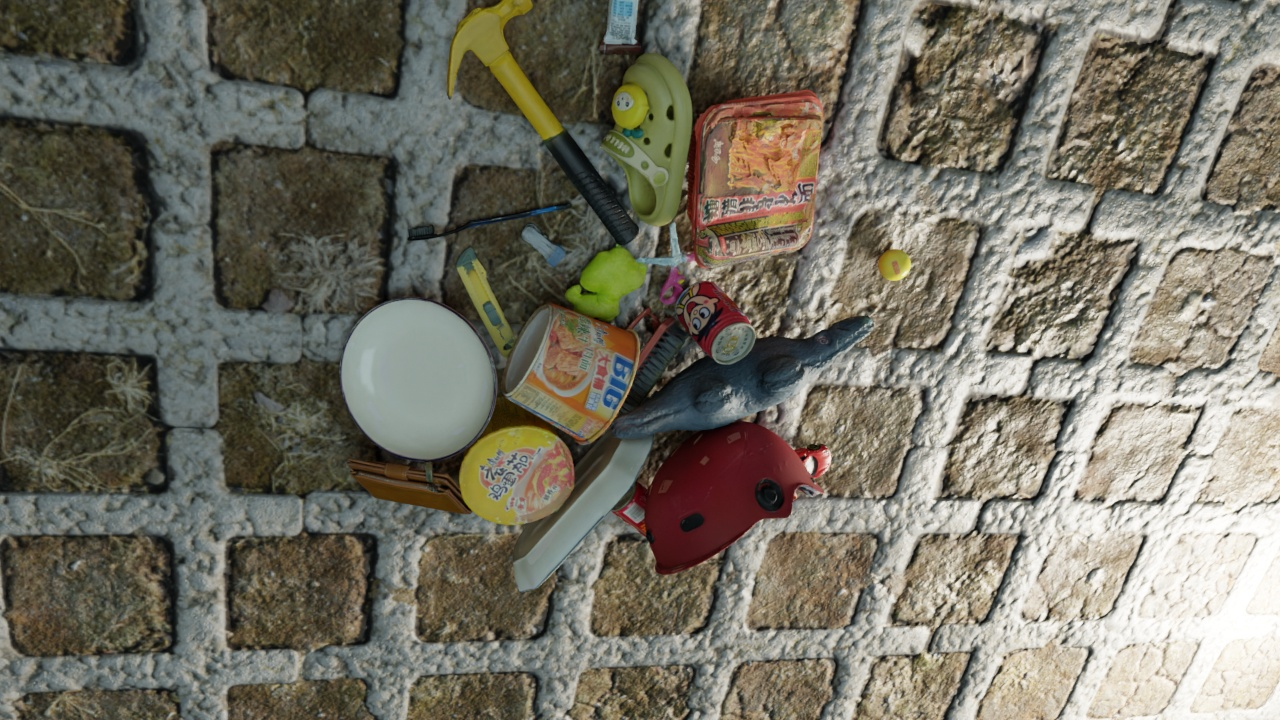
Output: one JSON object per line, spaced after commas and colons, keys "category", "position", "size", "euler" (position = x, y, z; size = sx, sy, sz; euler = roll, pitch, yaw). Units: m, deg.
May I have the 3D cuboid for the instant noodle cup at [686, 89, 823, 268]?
{"category": "instant noodle cup", "position": [0.120, -0.209, 1.038], "size": [0.164, 0.079, 0.189], "euler": [-13, 121, -25]}

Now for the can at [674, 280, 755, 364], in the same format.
{"category": "can", "position": [0.091, -0.045, 1.110], "size": [0.066, 0.093, 0.067], "euler": [-16, 133, -19]}

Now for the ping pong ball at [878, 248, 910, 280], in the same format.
{"category": "ping pong ball", "position": [0.324, -0.122, 1.171], "size": [0.040, 0.040, 0.040], "euler": [-6, 117, -12]}

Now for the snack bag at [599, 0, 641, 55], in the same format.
{"category": "snack bag", "position": [-0.018, -0.374, 0.961], "size": [0.048, 0.026, 0.104], "euler": [-1, 117, -8]}

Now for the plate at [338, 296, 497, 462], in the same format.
{"category": "plate", "position": [-0.252, 0.020, 1.060], "size": [0.192, 0.039, 0.192], "euler": [2, 101, 12]}

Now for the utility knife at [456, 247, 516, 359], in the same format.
{"category": "utility knife", "position": [-0.172, -0.049, 1.096], "size": [0.031, 0.020, 0.190], "euler": [-22, 124, 2]}

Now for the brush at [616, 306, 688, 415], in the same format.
{"category": "brush", "position": [-0.007, 0.007, 1.143], "size": [0.069, 0.063, 0.146], "euler": [35, 107, 4]}

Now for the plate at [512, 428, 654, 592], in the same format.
{"category": "plate", "position": [-0.080, 0.175, 1.153], "size": [0.034, 0.162, 0.266], "euler": [39, 104, -13]}

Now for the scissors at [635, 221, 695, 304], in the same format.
{"category": "scissors", "position": [0.050, -0.120, 1.093], "size": [0.130, 0.017, 0.133], "euler": [-26, 144, -13]}

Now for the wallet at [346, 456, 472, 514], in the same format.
{"category": "wallet", "position": [-0.277, 0.150, 1.098], "size": [0.131, 0.035, 0.119], "euler": [8, 152, 12]}

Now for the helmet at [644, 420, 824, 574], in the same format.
{"category": "helmet", "position": [0.094, 0.161, 1.166], "size": [0.239, 0.208, 0.144], "euler": [-21, 84, -44]}

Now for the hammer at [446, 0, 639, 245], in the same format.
{"category": "hammer", "position": [-0.096, -0.246, 1.002], "size": [0.129, 0.032, 0.301], "euler": [-36, 119, 5]}

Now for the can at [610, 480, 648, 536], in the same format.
{"category": "can", "position": [0.017, 0.216, 1.254], "size": [0.053, 0.053, 0.132], "euler": [-44, 118, 9]}

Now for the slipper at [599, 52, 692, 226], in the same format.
{"category": "slipper", "position": [0.003, -0.232, 0.996], "size": [0.081, 0.092, 0.191], "euler": [-22, 128, -32]}

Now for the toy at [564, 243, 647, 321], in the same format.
{"category": "toy", "position": [-0.041, -0.091, 1.096], "size": [0.096, 0.031, 0.100], "euler": [0, 119, -17]}

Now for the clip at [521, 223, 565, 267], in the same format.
{"category": "clip", "position": [-0.113, -0.135, 1.062], "size": [0.027, 0.043, 0.058], "euler": [-43, 111, 11]}

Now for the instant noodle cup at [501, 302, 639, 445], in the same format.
{"category": "instant noodle cup", "position": [-0.086, 0.009, 1.071], "size": [0.111, 0.151, 0.151], "euler": [26, 107, -21]}

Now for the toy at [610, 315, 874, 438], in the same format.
{"category": "toy", "position": [0.122, 0.025, 1.139], "size": [0.356, 0.138, 0.091], "euler": [-22, 86, -11]}

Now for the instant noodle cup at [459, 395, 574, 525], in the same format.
{"category": "instant noodle cup", "position": [-0.157, 0.115, 1.125], "size": [0.138, 0.109, 0.138], "euler": [-6, 117, -12]}

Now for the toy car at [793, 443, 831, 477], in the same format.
{"category": "toy car", "position": [0.219, 0.148, 1.288], "size": [0.106, 0.031, 0.049], "euler": [-12, 120, -11]}

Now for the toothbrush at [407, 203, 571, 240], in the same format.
{"category": "toothbrush", "position": [-0.170, -0.160, 1.038], "size": [0.189, 0.014, 0.016], "euler": [-13, 95, -9]}
